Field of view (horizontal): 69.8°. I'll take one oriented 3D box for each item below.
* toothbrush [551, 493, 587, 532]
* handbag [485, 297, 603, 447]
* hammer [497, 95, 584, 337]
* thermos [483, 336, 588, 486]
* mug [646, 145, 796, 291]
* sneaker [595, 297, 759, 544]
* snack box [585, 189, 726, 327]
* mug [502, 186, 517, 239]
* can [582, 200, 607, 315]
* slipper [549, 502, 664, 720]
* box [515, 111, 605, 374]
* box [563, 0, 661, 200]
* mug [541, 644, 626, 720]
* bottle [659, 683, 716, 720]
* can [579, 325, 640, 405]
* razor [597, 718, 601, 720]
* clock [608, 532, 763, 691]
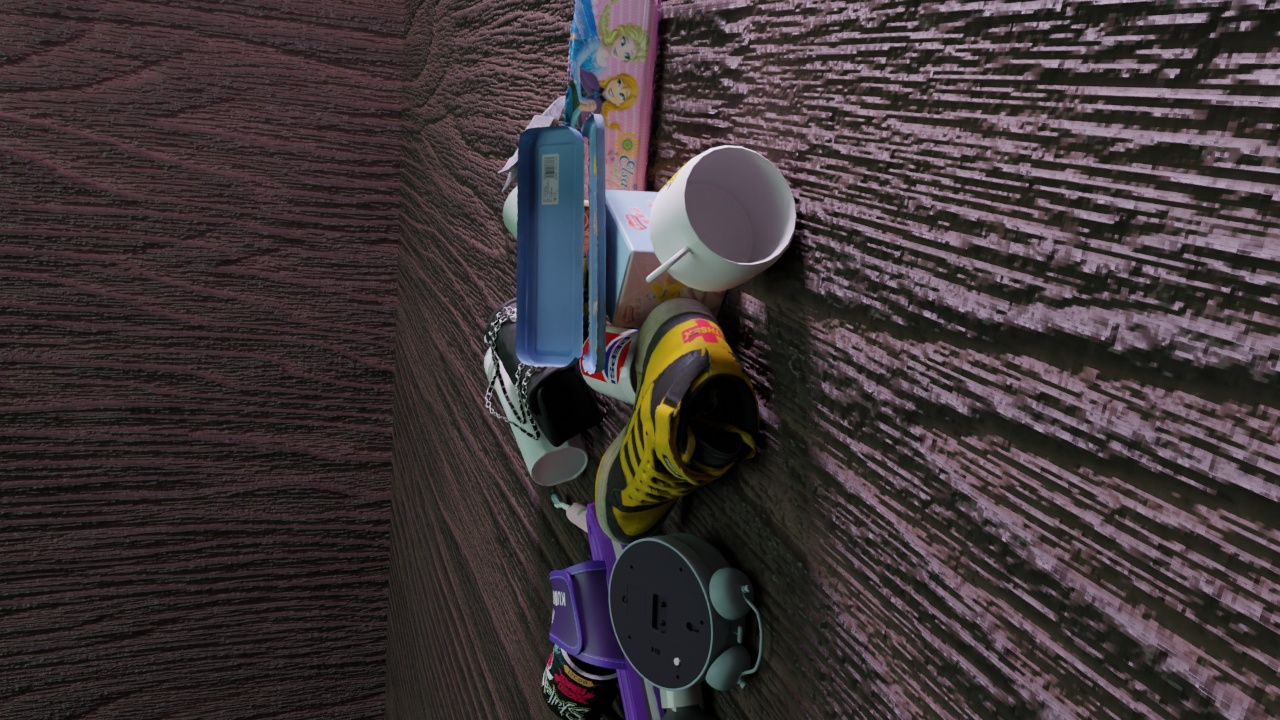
[{"bbox_3d":[-0.068,0.182,1.073,0.026,0.027,0.223,63,161,-12],"label":"toothbrush"},{"bbox_3d":[-0.129,0.015,1.040,0.153,0.114,0.125,57,169,38],"label":"handbag"},{"bbox_3d":[-0.087,-0.123,0.985,0.317,0.028,0.146,86,-160,-51],"label":"hammer"},{"bbox_3d":[-0.132,0.053,1.152,0.100,0.099,0.220,109,147,-40],"label":"thermos"},{"bbox_3d":[0.050,-0.094,0.657,0.094,0.115,0.068,51,158,-4],"label":"mug"},{"bbox_3d":[0.029,0.080,0.746,0.122,0.086,0.239,-121,38,-55],"label":"sneaker"},{"bbox_3d":[0.014,-0.084,0.770,0.093,0.094,0.080,-114,32,-45],"label":"snack box"},{"bbox_3d":[-0.101,-0.145,1.086,0.104,0.084,0.111,49,153,40],"label":"mug"},{"bbox_3d":[-0.038,-0.096,0.857,0.072,0.130,0.101,-154,68,-66],"label":"can"},{"bbox_3d":[-0.041,0.270,0.869,0.107,0.084,0.266,116,141,-74],"label":"slipper"},{"bbox_3d":[-0.058,-0.095,0.772,0.125,0.043,0.209,5,96,48],"label":"box"},{"bbox_3d":[-0.029,-0.244,0.911,0.070,0.085,0.230,-62,-22,-76],"label":"box"},{"bbox_3d":[-0.044,0.335,0.964,0.118,0.081,0.098,43,136,24],"label":"mug"},{"bbox_3d":[0.043,0.349,0.772,0.084,0.046,0.173,138,128,-62],"label":"bottle"},{"bbox_3d":[-0.005,0.005,0.853,0.132,0.070,0.070,-166,77,-68],"label":"can"},{"bbox_3d":[-0.058,0.347,1.065,0.042,0.022,0.143,56,-159,-57],"label":"razor"},{"bbox_3d":[0.038,0.206,0.747,0.160,0.045,0.122,8,98,46],"label":"clock"}]
